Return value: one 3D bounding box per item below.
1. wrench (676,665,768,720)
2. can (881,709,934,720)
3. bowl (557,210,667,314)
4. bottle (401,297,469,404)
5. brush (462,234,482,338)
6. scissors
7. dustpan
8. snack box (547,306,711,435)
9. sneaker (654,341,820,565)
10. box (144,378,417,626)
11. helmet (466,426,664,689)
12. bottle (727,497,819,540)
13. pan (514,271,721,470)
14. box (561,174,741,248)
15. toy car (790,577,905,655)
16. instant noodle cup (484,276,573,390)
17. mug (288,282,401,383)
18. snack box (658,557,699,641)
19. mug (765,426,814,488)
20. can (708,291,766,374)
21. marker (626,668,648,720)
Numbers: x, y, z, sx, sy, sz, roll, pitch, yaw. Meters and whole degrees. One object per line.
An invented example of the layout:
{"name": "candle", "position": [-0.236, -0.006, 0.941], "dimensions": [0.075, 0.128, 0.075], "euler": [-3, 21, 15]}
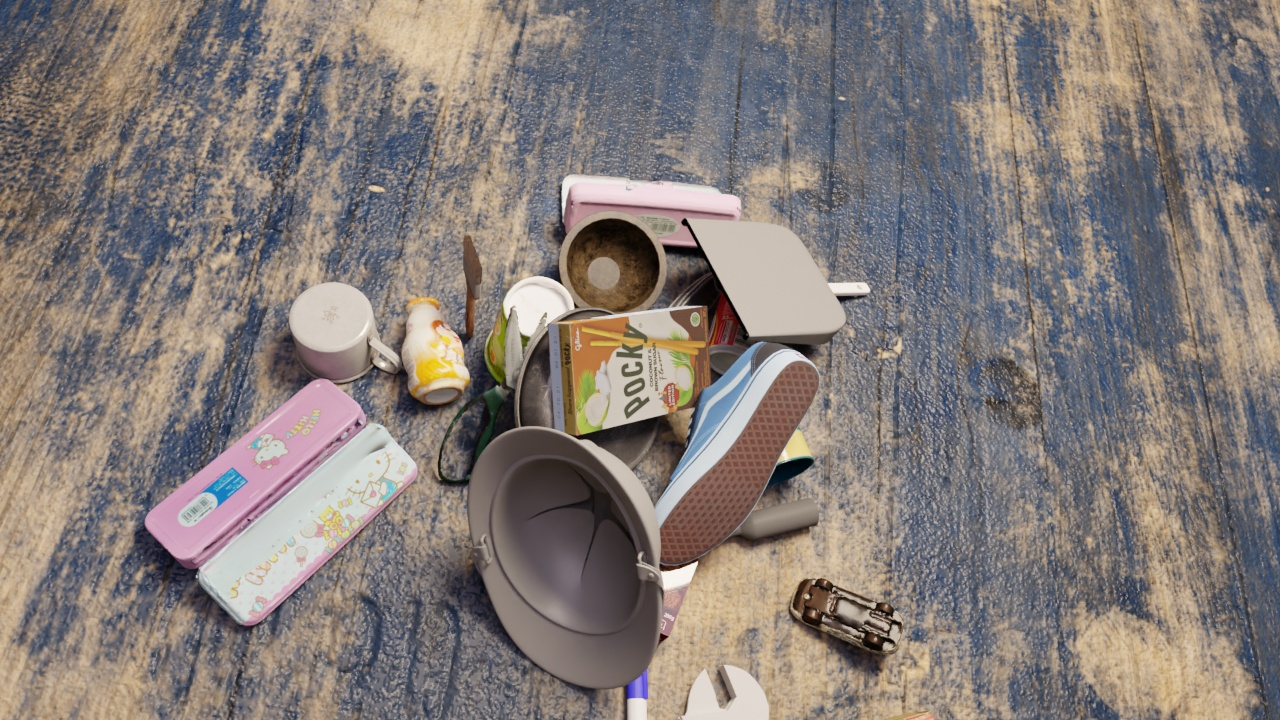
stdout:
{"name": "wrench", "position": [0.089, 0.419, 0.829], "dimensions": [0.086, 0.018, 0.272], "euler": [-1, 66, -15]}
{"name": "can", "position": [0.235, 0.355, 0.852], "dimensions": [0.086, 0.086, 0.043], "euler": [-8, 68, -16]}
{"name": "bowl", "position": [-0.036, -0.102, 1.026], "dimensions": [0.121, 0.056, 0.121], "euler": [1, 86, -14]}
{"name": "bottle", "position": [-0.215, -0.011, 0.945], "dimensions": [0.063, 0.063, 0.108], "euler": [-10, 66, -17]}
{"name": "brush", "position": [-0.172, -0.064, 0.933], "dimensions": [0.008, 0.143, 0.045], "euler": [-13, 59, -20]}
{"name": "scissors", "position": [-0.144, 0.042, 0.899], "dimensions": [0.146, 0.015, 0.210], "euler": [-4, 106, -3]}
{"name": "dustpan", "position": [0.176, -0.088, 1.041], "dimensions": [0.257, 0.033, 0.163], "euler": [-4, 56, -34]}
{"name": "snack box", "position": [-0.005, 0.005, 0.890], "dimensions": [0.185, 0.032, 0.101], "euler": [-10, 100, -44]}
{"name": "sneaker", "position": [0.077, 0.087, 0.905], "dimensions": [0.083, 0.098, 0.241], "euler": [34, 92, -31]}
{"name": "box", "position": [-0.332, 0.126, 0.864], "dimensions": [0.150, 0.049, 0.213], "euler": [42, 63, 5]}
{"name": "helmet", "position": [-0.048, 0.158, 0.840], "dimensions": [0.184, 0.271, 0.117], "euler": [1, 25, 23]}
{"name": "bottle", "position": [0.128, 0.169, 0.951], "dimensions": [0.113, 0.030, 0.030], "euler": [-10, 67, -17]}
{"name": "pan", "position": [0.005, -0.004, 0.964], "dimensions": [0.355, 0.055, 0.187], "euler": [-41, 120, -35]}
{"name": "box", "position": [0.010, -0.191, 1.077], "dimensions": [0.201, 0.087, 0.102], "euler": [3, 51, -11]}
{"name": "toy car", "position": [0.207, 0.257, 0.924], "dimensions": [0.113, 0.041, 0.048], "euler": [20, 60, 18]}
{"name": "instant noodle cup", "position": [-0.111, -0.031, 0.952], "dimensions": [0.099, 0.108, 0.098], "euler": [5, 63, -9]}
{"name": "mug", "position": [-0.295, -0.023, 0.928], "dimensions": [0.113, 0.071, 0.084], "euler": [21, 62, 0]}
{"name": "snack box", "position": [0.027, 0.201, 0.912], "dimensions": [0.051, 0.032, 0.140], "euler": [25, 62, 0]}
{"name": "mug", "position": [0.109, 0.077, 0.962], "dimensions": [0.113, 0.083, 0.107], "euler": [-14, 68, -15]}
{"name": "can", "position": [0.113, -0.038, 1.029], "dimensions": [0.064, 0.064, 0.104], "euler": [20, 62, -2]}
{"name": "marker", "position": [-0.002, 0.355, 0.837], "dimensions": [0.020, 0.020, 0.141], "euler": [4, 64, -11]}
